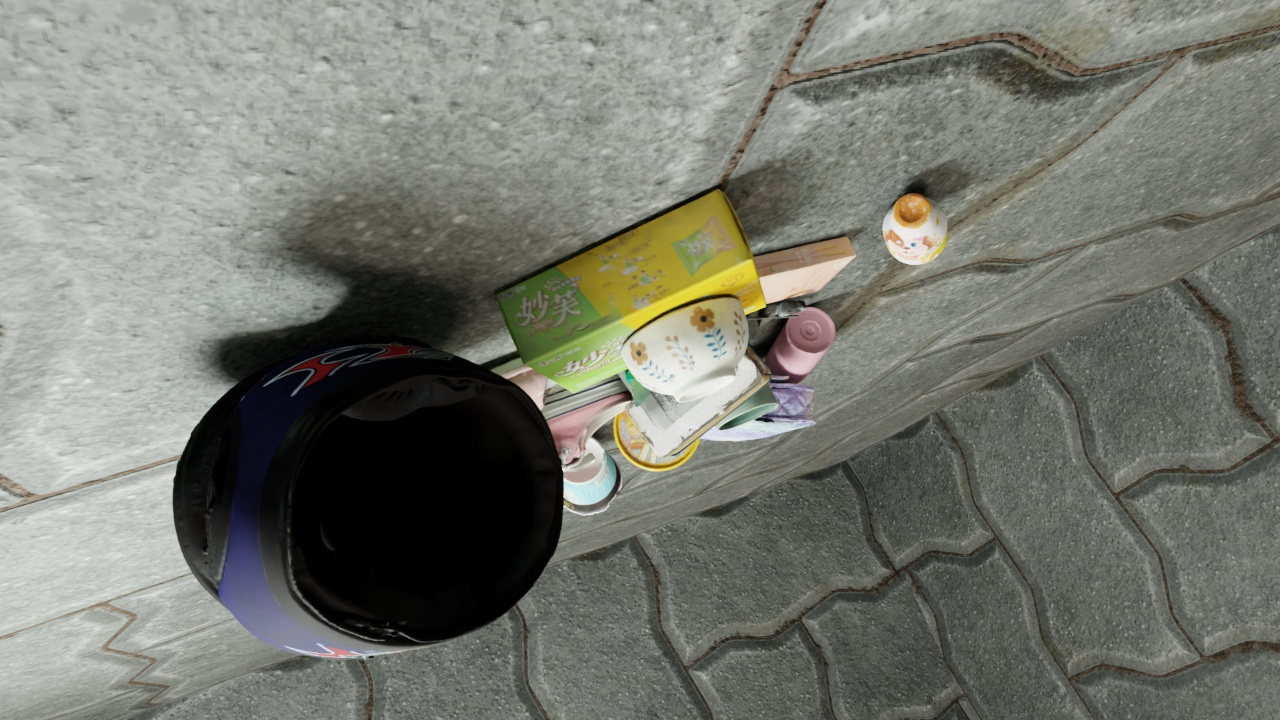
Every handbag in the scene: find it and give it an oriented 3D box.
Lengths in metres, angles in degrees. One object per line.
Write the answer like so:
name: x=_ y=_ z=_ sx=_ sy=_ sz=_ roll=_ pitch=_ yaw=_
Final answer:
handbag: x=0.151 y=0.069 z=1.314 sx=0.134 sy=0.075 sz=0.194 roll=4 pitch=166 yaw=-26

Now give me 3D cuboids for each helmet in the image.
helmet: x=-0.224 y=0.101 z=0.698 sx=0.241 sy=0.247 sz=0.315 roll=-1 pitch=174 yaw=29

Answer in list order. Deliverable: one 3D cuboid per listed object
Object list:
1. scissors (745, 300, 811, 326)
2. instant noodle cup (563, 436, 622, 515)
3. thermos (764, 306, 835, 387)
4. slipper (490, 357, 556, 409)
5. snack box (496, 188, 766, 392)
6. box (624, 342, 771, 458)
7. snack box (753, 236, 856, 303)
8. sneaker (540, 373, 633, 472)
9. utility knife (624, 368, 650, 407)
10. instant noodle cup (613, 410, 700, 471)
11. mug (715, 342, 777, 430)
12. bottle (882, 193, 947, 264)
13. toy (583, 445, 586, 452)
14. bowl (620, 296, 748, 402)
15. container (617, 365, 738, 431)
scissors: x=0.150 y=-0.051 z=1.094 sx=0.159 sy=0.014 sz=0.181 roll=-6 pitch=174 yaw=-12
instant noodle cup: x=-0.088 y=0.167 z=1.398 sx=0.111 sy=0.111 sz=0.120 roll=-21 pitch=157 yaw=-5
thermos: x=0.220 y=-0.016 z=1.272 sx=0.087 sy=0.067 sz=0.199 roll=-45 pitch=169 yaw=-13
slipper: x=-0.179 y=0.067 z=0.941 sx=0.274 sy=0.054 sz=0.114 roll=-28 pitch=167 yaw=-17
snack box: x=0.000 y=-0.053 z=0.808 sx=0.210 sy=0.070 sz=0.157 roll=-25 pitch=165 yaw=7
box: x=0.064 y=0.043 z=1.104 sx=0.185 sy=0.090 sz=0.060 roll=-38 pitch=169 yaw=18
snack box: x=0.143 y=-0.088 z=0.975 sx=0.157 sy=0.026 sz=0.085 roll=-15 pitch=163 yaw=-25
sneaker: x=-0.114 y=0.099 z=1.131 sx=0.241 sy=0.087 sz=0.118 roll=-23 pitch=165 yaw=-3
utility knife: x=-0.005 y=0.005 z=0.902 sx=0.029 sy=0.013 sz=0.216 roll=-30 pitch=-163 yaw=7
instant noodle cup: x=0.022 y=0.097 z=1.282 sx=0.118 sy=0.118 sz=0.114 roll=-22 pitch=172 yaw=-4
mug: x=0.108 y=0.031 z=1.177 sx=0.082 sy=0.106 sz=0.112 roll=-12 pitch=161 yaw=-39
bottle: x=0.278 y=-0.137 z=0.930 sx=0.063 sy=0.063 sz=0.108 roll=-26 pitch=164 yaw=14
toy: x=-0.170 y=0.151 z=1.234 sx=0.194 sy=0.074 sz=0.179 roll=-18 pitch=-174 yaw=-23
bowl: x=0.045 y=-0.002 z=0.792 sx=0.113 sy=0.062 sz=0.113 roll=-20 pitch=165 yaw=-6
container: x=0.041 y=0.007 z=1.013 sx=0.114 sy=0.090 sz=0.090 roll=-36 pitch=168 yaw=2
